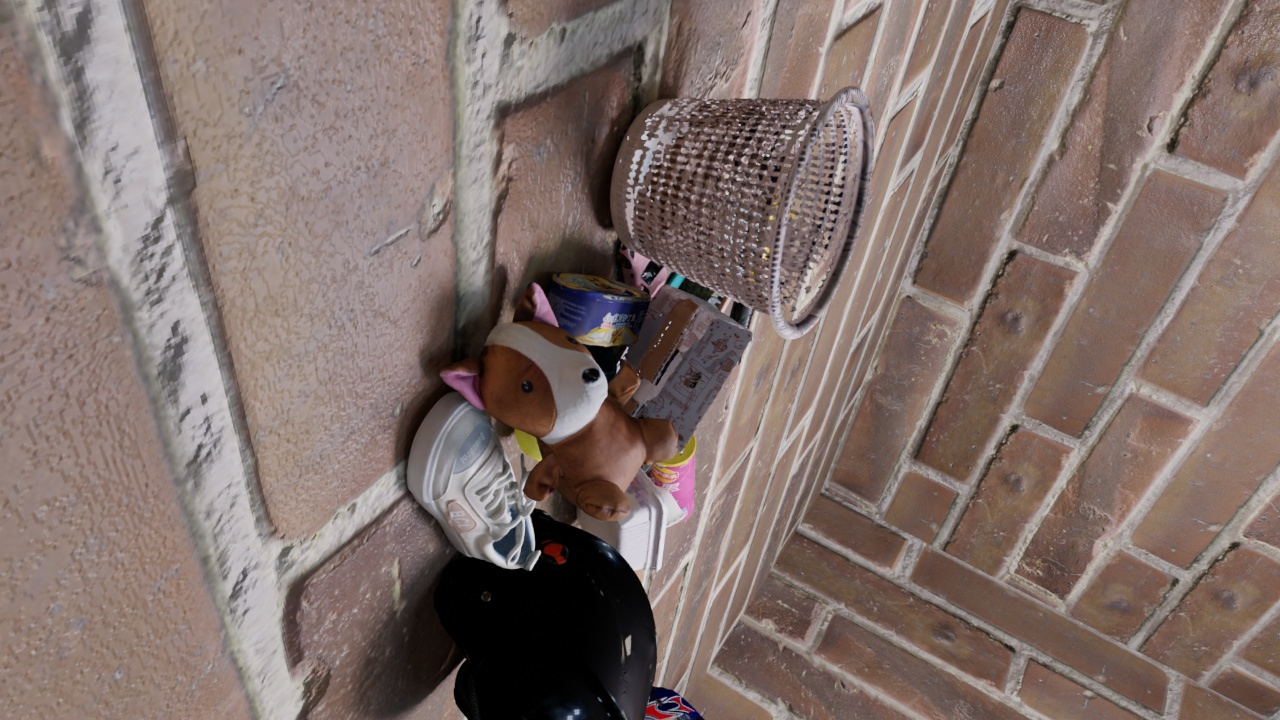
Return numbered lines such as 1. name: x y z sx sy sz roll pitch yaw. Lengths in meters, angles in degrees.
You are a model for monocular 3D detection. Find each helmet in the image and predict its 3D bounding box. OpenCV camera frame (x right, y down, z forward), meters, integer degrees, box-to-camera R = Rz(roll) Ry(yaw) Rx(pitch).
1. helmet: -0.065 0.559 1.330 0.314 0.240 0.247 0 114 -57
2. helmet: -0.093 0.298 0.985 0.234 0.230 0.273 97 7 -48

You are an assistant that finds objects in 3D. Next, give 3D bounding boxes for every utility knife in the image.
1. utility knife: 0.067 -0.128 1.138 0.151 0.013 0.029 -55 157 -23

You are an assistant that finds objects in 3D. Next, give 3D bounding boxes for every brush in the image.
1. brush: 0.064 -0.038 1.171 0.073 0.063 0.146 16 101 -60
2. brush: -0.064 0.005 0.881 0.055 0.073 0.143 -61 162 15

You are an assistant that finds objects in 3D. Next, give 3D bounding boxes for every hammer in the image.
1. hammer: 0.168 -0.115 1.389 0.128 0.033 0.301 -41 151 -45

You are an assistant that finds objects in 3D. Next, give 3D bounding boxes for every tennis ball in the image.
1. tennis ball: -0.091 0.066 0.902 0.065 0.065 0.066 -51 157 -31

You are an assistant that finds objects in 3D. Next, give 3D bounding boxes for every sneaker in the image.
1. sneaker: -0.137 0.123 0.821 0.089 0.091 0.243 -53 158 -29

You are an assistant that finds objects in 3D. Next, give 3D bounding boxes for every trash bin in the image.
1. trash bin: 0.088 -0.153 0.854 0.226 0.192 0.228 -42 142 -45

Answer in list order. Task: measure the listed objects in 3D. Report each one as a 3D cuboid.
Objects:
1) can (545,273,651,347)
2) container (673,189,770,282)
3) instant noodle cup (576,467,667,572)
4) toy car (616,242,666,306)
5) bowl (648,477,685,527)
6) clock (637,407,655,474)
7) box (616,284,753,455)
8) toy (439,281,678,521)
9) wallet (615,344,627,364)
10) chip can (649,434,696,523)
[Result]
1. can: -0.042 -0.049 0.869 0.148 0.075 0.049 -6 117 -66
2. container: 0.080 -0.146 1.038 0.090 0.090 0.111 -66 158 7
3. instant noodle cup: -0.032 0.188 1.142 0.060 0.138 0.174 -25 144 -25
4. toy car: 0.005 -0.098 0.983 0.056 0.037 0.122 -56 159 -24
5. bowl: -0.003 0.202 1.290 0.118 0.118 0.065 -20 94 -63
6. clock: -0.006 0.103 1.185 0.082 0.055 0.122 -56 162 -20
7. box: 0.018 0.014 0.974 0.179 0.105 0.260 -59 156 10
8. toy: -0.062 0.041 0.769 0.131 0.199 0.139 -19 -156 50
9. wallet: -0.007 0.006 1.099 0.090 0.033 0.115 -26 142 -62
10. chip can: 0.049 0.175 1.395 0.071 0.071 0.211 -53 159 -26
